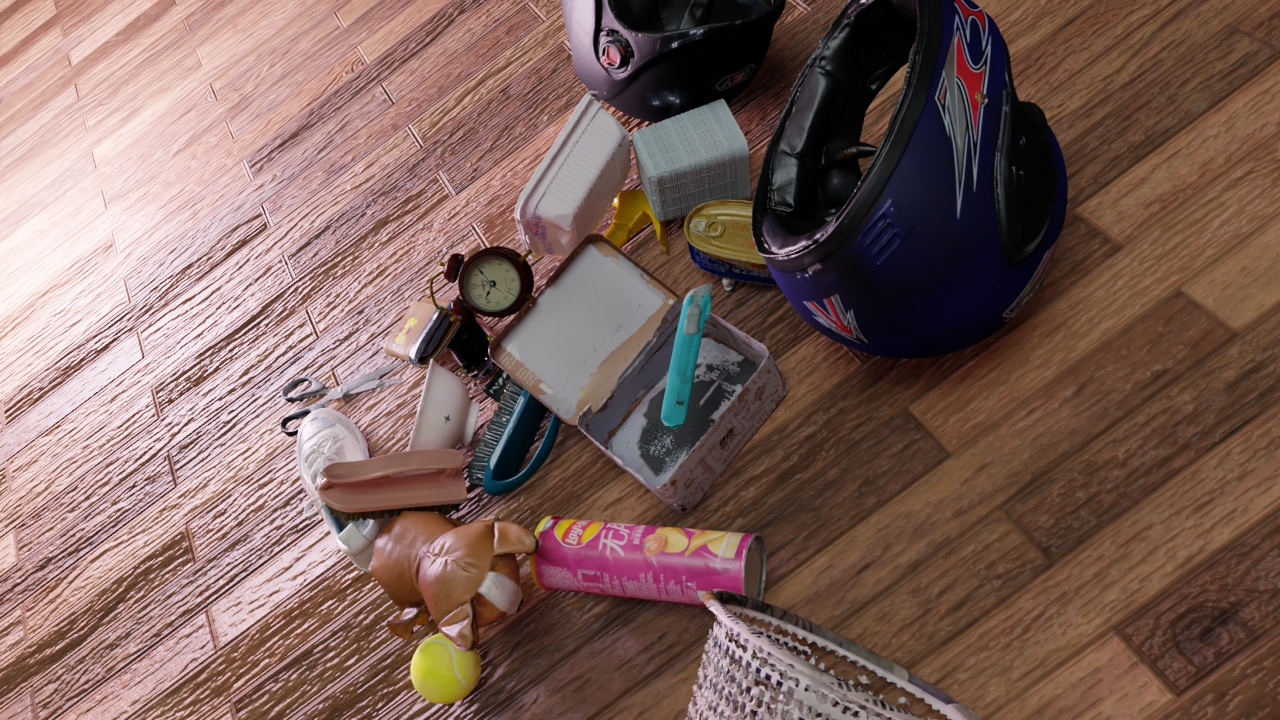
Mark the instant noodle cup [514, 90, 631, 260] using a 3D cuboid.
[{"bbox_3d":[-0.067,-0.194,1.025,0.060,0.138,0.173,28,75,10],"label":"instant noodle cup"}]

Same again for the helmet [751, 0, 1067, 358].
[{"bbox_3d":[0.253,-0.153,0.818,0.248,0.240,0.315,-6,62,62],"label":"helmet"}]

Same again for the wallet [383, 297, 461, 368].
[{"bbox_3d":[-0.257,-0.036,1.088,0.115,0.033,0.090,12,67,57],"label":"wallet"}]

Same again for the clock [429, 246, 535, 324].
[{"bbox_3d":[-0.175,-0.085,1.029,0.122,0.055,0.082,-10,98,1],"label":"clock"}]

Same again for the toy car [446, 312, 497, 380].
[{"bbox_3d":[-0.191,-0.017,1.060,0.056,0.037,0.122,-50,40,3],"label":"toy car"}]

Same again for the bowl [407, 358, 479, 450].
[{"bbox_3d":[-0.214,0.063,1.009,0.064,0.119,0.118,14,63,-13],"label":"bowl"}]

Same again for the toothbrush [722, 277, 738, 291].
[{"bbox_3d":[0.135,-0.153,1.013,0.016,0.018,0.180,19,70,34],"label":"toothbrush"}]

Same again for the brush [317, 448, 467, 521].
[{"bbox_3d":[-0.253,0.123,0.936,0.145,0.073,0.063,-2,48,-21],"label":"brush"}]

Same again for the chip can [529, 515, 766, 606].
[{"bbox_3d":[0.006,0.186,0.847,0.211,0.071,0.071,0,63,23],"label":"chip can"}]

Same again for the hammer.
[{"bbox_3d":[-0.077,-0.076,1.053,0.129,0.033,0.300,29,77,35],"label":"hammer"}]

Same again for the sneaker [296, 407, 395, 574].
[{"bbox_3d":[-0.341,0.133,1.019,0.089,0.091,0.242,-40,54,-3],"label":"sneaker"}]

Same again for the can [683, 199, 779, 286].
[{"bbox_3d":[0.120,-0.123,0.964,0.148,0.049,0.074,10,66,15],"label":"can"}]

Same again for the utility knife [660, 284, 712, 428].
[{"bbox_3d":[0.044,-0.007,0.865,0.029,0.013,0.151,4,67,20],"label":"utility knife"}]

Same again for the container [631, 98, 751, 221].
[{"bbox_3d":[0.056,-0.219,1.023,0.111,0.090,0.089,-19,56,-3],"label":"container"}]

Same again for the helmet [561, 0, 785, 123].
[{"bbox_3d":[0.036,-0.385,1.056,0.233,0.231,0.274,-28,51,-24],"label":"helmet"}]

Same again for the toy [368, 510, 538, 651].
[{"bbox_3d":[-0.173,0.206,0.873,0.200,0.130,0.140,-12,49,54],"label":"toy"}]

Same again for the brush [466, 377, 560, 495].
[{"bbox_3d":[-0.126,0.079,0.975,0.073,0.055,0.143,17,70,25],"label":"brush"}]

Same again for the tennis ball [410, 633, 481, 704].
[{"bbox_3d":[-0.185,0.293,0.875,0.065,0.065,0.065,-11,59,18],"label":"tennis ball"}]

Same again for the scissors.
[{"bbox_3d":[-0.372,0.045,1.131,0.168,0.014,0.156,20,71,28],"label":"scissors"}]

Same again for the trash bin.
[{"bbox_3d":[0.113,0.302,0.665,0.228,0.227,0.192,22,86,32],"label":"trash bin"}]

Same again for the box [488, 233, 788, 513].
[{"bbox_3d":[-0.007,0.005,0.932,0.260,0.105,0.178,35,80,34],"label":"box"}]
